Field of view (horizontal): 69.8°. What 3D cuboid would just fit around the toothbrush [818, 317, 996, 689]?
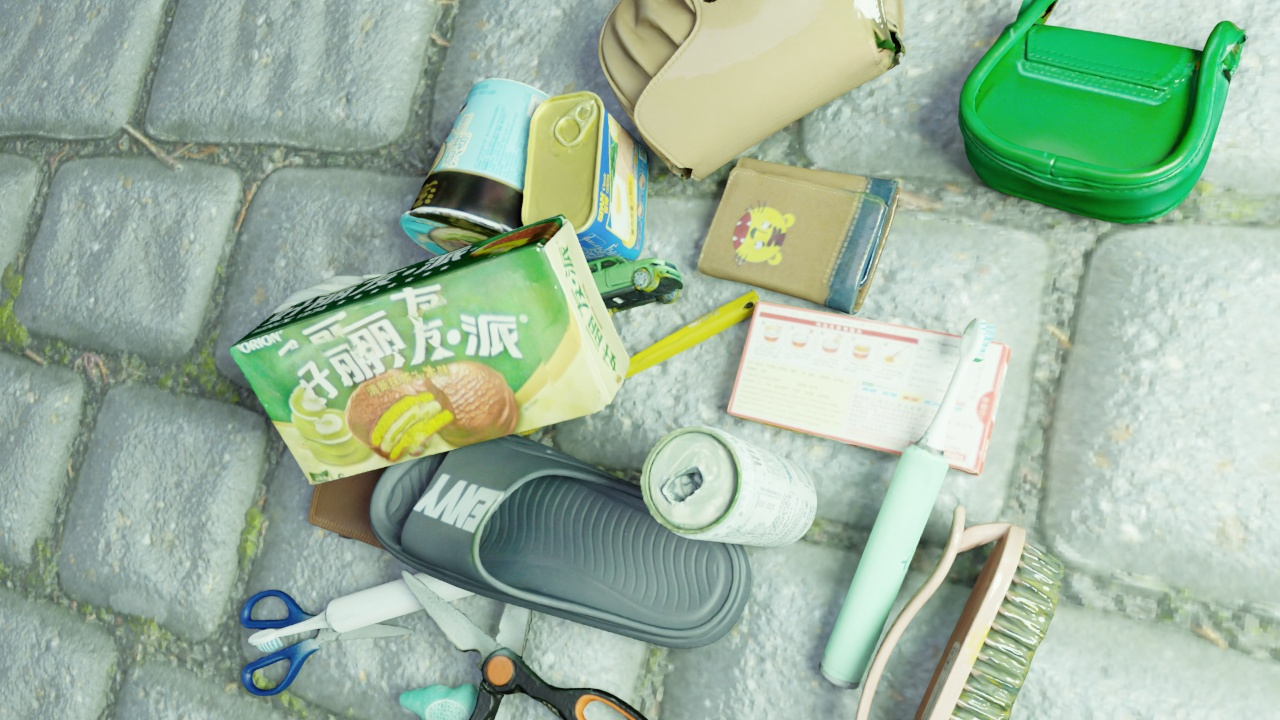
[{"bbox_3d":[0.150,0.082,0.517,0.026,0.027,0.224,32,107,55],"label":"toothbrush"}]

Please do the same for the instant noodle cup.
[{"bbox_3d":[-0.106,-0.136,0.678,0.111,0.111,0.120,7,74,27],"label":"instant noodle cup"}]

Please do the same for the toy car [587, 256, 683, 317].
[{"bbox_3d":[-0.015,-0.052,0.642,0.091,0.043,0.036,-9,74,24],"label":"toy car"}]

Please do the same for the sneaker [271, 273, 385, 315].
[{"bbox_3d":[-0.146,-0.018,0.687,0.242,0.090,0.090,9,117,10],"label":"sneaker"}]

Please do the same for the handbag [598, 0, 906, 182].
[{"bbox_3d":[0.070,-0.220,0.606,0.205,0.099,0.147,-27,65,22],"label":"handbag"}]

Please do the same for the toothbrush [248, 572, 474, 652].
[{"bbox_3d":[-0.202,0.184,0.682,0.221,0.026,0.026,-20,114,17],"label":"toothbrush"}]

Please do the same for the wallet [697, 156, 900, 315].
[{"bbox_3d":[0.102,-0.085,0.600,0.115,0.033,0.090,19,87,31],"label":"wallet"}]

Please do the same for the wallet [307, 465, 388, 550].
[{"bbox_3d":[-0.198,0.093,0.708,0.125,0.032,0.101,11,86,28],"label":"wallet"}]

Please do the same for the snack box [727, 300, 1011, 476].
[{"bbox_3d":[0.136,0.014,0.562,0.156,0.027,0.077,13,85,28],"label":"snack box"}]

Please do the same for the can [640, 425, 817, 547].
[{"bbox_3d":[0.055,0.075,0.520,0.058,0.146,0.058,-6,75,24],"label":"can"}]

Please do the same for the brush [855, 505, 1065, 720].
[{"bbox_3d":[0.170,0.154,0.493,0.073,0.063,0.145,24,89,18],"label":"brush"}]

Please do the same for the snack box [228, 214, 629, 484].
[{"bbox_3d":[-0.138,-0.002,0.605,0.240,0.063,0.114,-15,113,19],"label":"snack box"}]

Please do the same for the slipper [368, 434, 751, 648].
[{"bbox_3d":[-0.062,0.103,0.587,0.268,0.083,0.110,14,71,18],"label":"slipper"}]

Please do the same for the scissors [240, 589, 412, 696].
[{"bbox_3d":[-0.252,0.204,0.720,0.171,0.012,0.140,-46,63,7],"label":"scissors"}]

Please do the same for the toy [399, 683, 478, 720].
[{"bbox_3d":[-0.121,0.269,0.631,0.096,0.030,0.092,-11,79,16],"label":"toy"}]

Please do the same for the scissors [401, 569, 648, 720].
[{"bbox_3d":[-0.085,0.227,0.608,0.234,0.022,0.220,26,82,18],"label":"scissors"}]

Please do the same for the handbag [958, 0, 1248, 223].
[{"bbox_3d":[0.254,-0.147,0.517,0.131,0.068,0.120,23,88,28],"label":"handbag"}]

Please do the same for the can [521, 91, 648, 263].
[{"bbox_3d":[-0.035,-0.122,0.645,0.057,0.083,0.102,-2,77,25],"label":"can"}]

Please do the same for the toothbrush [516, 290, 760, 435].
[{"bbox_3d":[-0.004,0.004,0.623,0.190,0.016,0.015,-28,97,9],"label":"toothbrush"}]
